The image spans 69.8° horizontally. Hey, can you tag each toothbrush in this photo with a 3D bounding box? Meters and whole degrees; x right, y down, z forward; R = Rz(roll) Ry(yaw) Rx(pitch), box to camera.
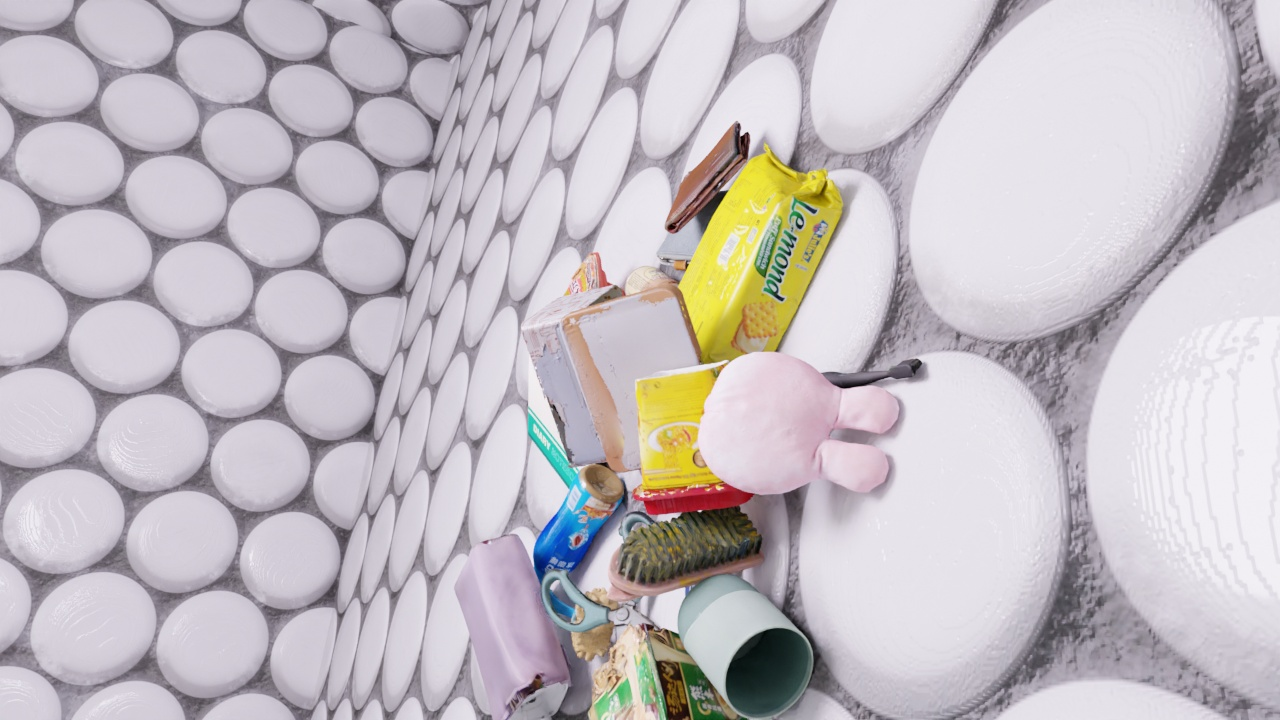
[{"bbox_3d":[0.166,0.021,0.810,0.026,0.027,0.213,61,150,-6],"label":"toothbrush"}]

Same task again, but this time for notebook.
[{"bbox_3d":[-0.109,0.094,1.247,0.209,0.012,0.151,45,139,49],"label":"notebook"}]

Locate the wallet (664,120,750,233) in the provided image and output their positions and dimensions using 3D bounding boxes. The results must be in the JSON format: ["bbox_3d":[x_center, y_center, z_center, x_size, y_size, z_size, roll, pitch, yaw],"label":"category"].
[{"bbox_3d":[0.077,-0.207,1.048,0.125,0.032,0.101,-46,15,29],"label":"wallet"}]

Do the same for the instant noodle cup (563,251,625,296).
[{"bbox_3d":[-0.077,-0.037,1.296,0.189,0.079,0.164,-51,33,41],"label":"instant noodle cup"}]

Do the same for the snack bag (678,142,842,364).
[{"bbox_3d":[0.110,-0.096,0.954,0.247,0.068,0.158,-65,25,15],"label":"snack bag"}]

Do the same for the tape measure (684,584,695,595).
[{"bbox_3d":[0.066,0.218,0.894,0.055,0.025,0.058,-52,28,43],"label":"tape measure"}]

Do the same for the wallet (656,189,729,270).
[{"bbox_3d":[0.074,-0.155,1.106,0.106,0.037,0.130,-63,24,-4],"label":"wallet"}]

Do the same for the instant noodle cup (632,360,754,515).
[{"bbox_3d":[0.050,0.069,0.853,0.116,0.116,0.123,-9,93,20],"label":"instant noodle cup"}]

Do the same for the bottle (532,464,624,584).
[{"bbox_3d":[-0.094,0.228,1.182,0.219,0.065,0.065,-59,28,30],"label":"bottle"}]

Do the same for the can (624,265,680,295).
[{"bbox_3d":[0.024,-0.078,1.134,0.058,0.058,0.116,-68,25,11],"label":"can"}]

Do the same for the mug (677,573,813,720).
[{"bbox_3d":[0.086,0.249,0.779,0.106,0.082,0.112,-148,45,-65],"label":"mug"}]

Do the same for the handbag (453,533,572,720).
[{"bbox_3d":[-0.155,0.332,1.132,0.197,0.098,0.145,64,153,29],"label":"handbag"}]

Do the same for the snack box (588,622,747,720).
[{"bbox_3d":[0.028,0.311,0.817,0.118,0.105,0.117,-59,30,31],"label":"snack box"}]

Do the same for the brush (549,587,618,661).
[{"bbox_3d":[-0.084,0.312,1.137,0.255,0.046,0.083,166,117,-68],"label":"brush"}]

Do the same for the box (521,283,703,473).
[{"bbox_3d":[-0.007,0.007,0.993,0.198,0.181,0.157,-14,12,22],"label":"box"}]

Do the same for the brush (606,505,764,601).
[{"bbox_3d":[0.037,0.179,0.831,0.063,0.145,0.073,55,145,39],"label":"brush"}]

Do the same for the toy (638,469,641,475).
[{"bbox_3d":[0.031,0.121,1.017,0.084,0.039,0.108,-43,30,10],"label":"toy"}]

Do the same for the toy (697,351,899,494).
[{"bbox_3d":[0.128,0.056,0.759,0.054,0.160,0.121,38,-114,-68],"label":"toy"}]

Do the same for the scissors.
[{"bbox_3d":[-0.027,0.242,1.021,0.170,0.019,0.181,20,75,36],"label":"scissors"}]
